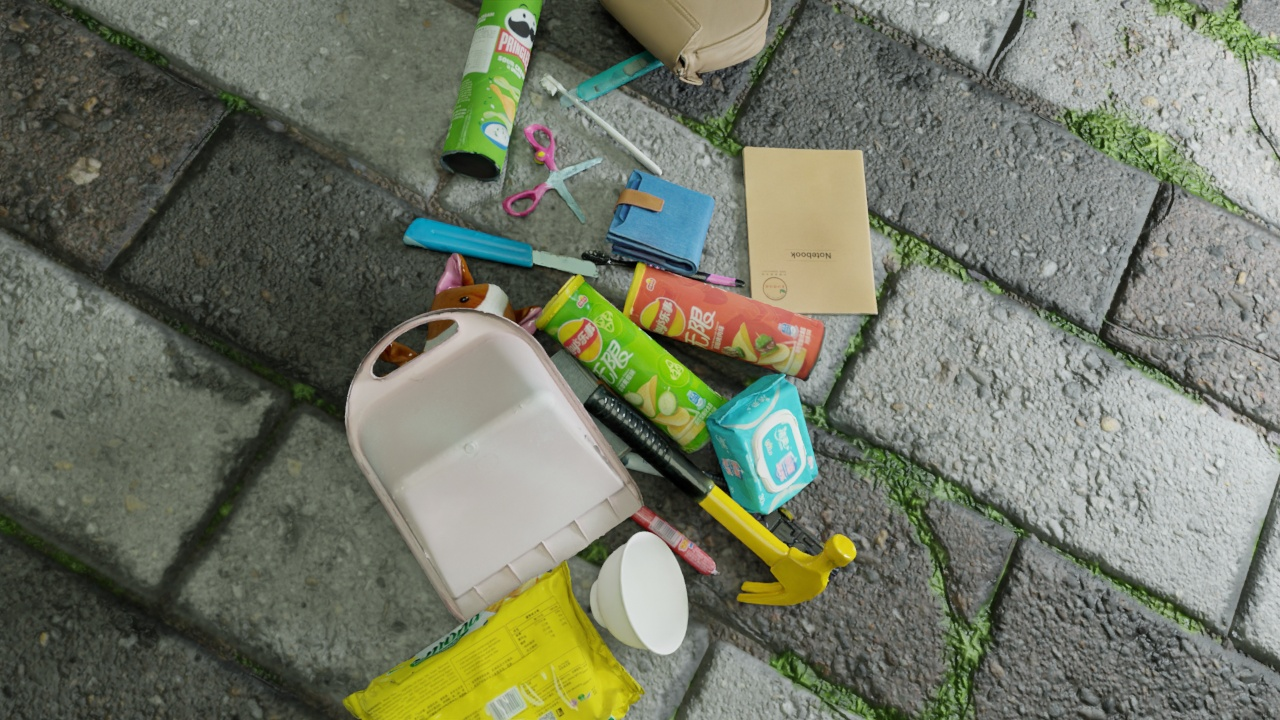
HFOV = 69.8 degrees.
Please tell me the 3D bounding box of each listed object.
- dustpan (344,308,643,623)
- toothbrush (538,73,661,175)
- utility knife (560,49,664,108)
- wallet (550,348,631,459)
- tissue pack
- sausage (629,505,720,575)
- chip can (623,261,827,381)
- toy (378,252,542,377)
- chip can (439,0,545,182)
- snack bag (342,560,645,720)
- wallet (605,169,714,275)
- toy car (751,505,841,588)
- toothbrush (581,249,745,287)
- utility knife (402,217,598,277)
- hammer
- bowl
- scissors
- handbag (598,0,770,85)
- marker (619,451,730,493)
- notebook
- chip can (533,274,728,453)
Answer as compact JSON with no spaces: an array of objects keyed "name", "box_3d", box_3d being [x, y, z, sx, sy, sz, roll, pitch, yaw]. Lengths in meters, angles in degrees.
[{"name":"dustpan","box_3d":[-0.150,0.089,0.896,0.222,0.274,0.139,-31,43,-11]},{"name":"toothbrush","box_3d":[-0.046,-0.272,1.068,0.180,0.016,0.016,40,88,1]},{"name":"utility knife","box_3d":[-0.021,-0.342,1.096,0.176,0.013,0.029,-30,81,-12]},{"name":"wallet","box_3d":[-0.073,0.063,0.970,0.106,0.037,0.129,-38,79,-4]},{"name":"tissue pack","box_3d":[0.126,0.085,0.940,0.093,0.050,0.133,-34,120,-24]},{"name":"sausage","box_3d":[0.020,0.175,0.957,0.156,0.020,0.020,37,74,5]},{"name":"chip can","box_3d":[0.089,-0.041,0.996,0.216,0.073,0.073,19,74,-1]},{"name":"toy","box_3d":[-0.188,-0.003,0.936,0.140,0.131,0.199,40,63,-19]},{"name":"chip can","box_3d":[-0.168,-0.323,1.046,0.072,0.072,0.235,12,75,-3]},{"name":"snack bag","box_3d":[-0.136,0.320,0.864,0.246,0.068,0.158,-32,79,-5]},{"name":"wallet","box_3d":[0.023,-0.155,1.011,0.106,0.040,0.132,19,43,-1]},{"name":"toy car","box_3d":[0.159,0.194,0.960,0.106,0.031,0.049,41,74,8]},{"name":"toothbrush","box_3d":[0.027,-0.103,1.035,0.189,0.018,0.014,10,76,-4]},{"name":"utility knife","box_3d":[-0.153,-0.122,1.020,0.218,0.018,0.034,12,72,-1]},{"name":"hammer","box_3d":[0.063,0.133,0.918,0.301,0.129,0.032,41,32,3]},{"name":"bowl","box_3d":[-0.010,0.235,0.907,0.065,0.118,0.118,-21,75,28]},{"name":"scissors","box_3d":[-0.104,-0.210,1.052,0.133,0.017,0.133,-31,84,-16]},{"name":"handbag","box_3d":[0.049,-0.416,1.076,0.147,0.100,0.204,-36,70,-14]},{"name":"marker","box_3d":[0.041,0.118,0.976,0.130,0.018,0.022,15,65,-2]},{"name":"notebook","box_3d":[0.196,-0.153,1.069,0.148,0.008,0.207,0,75,-5]},{"name":"chip can","box_3d":[-0.006,0.006,0.957,0.221,0.073,0.072,40,75,-5]}]
